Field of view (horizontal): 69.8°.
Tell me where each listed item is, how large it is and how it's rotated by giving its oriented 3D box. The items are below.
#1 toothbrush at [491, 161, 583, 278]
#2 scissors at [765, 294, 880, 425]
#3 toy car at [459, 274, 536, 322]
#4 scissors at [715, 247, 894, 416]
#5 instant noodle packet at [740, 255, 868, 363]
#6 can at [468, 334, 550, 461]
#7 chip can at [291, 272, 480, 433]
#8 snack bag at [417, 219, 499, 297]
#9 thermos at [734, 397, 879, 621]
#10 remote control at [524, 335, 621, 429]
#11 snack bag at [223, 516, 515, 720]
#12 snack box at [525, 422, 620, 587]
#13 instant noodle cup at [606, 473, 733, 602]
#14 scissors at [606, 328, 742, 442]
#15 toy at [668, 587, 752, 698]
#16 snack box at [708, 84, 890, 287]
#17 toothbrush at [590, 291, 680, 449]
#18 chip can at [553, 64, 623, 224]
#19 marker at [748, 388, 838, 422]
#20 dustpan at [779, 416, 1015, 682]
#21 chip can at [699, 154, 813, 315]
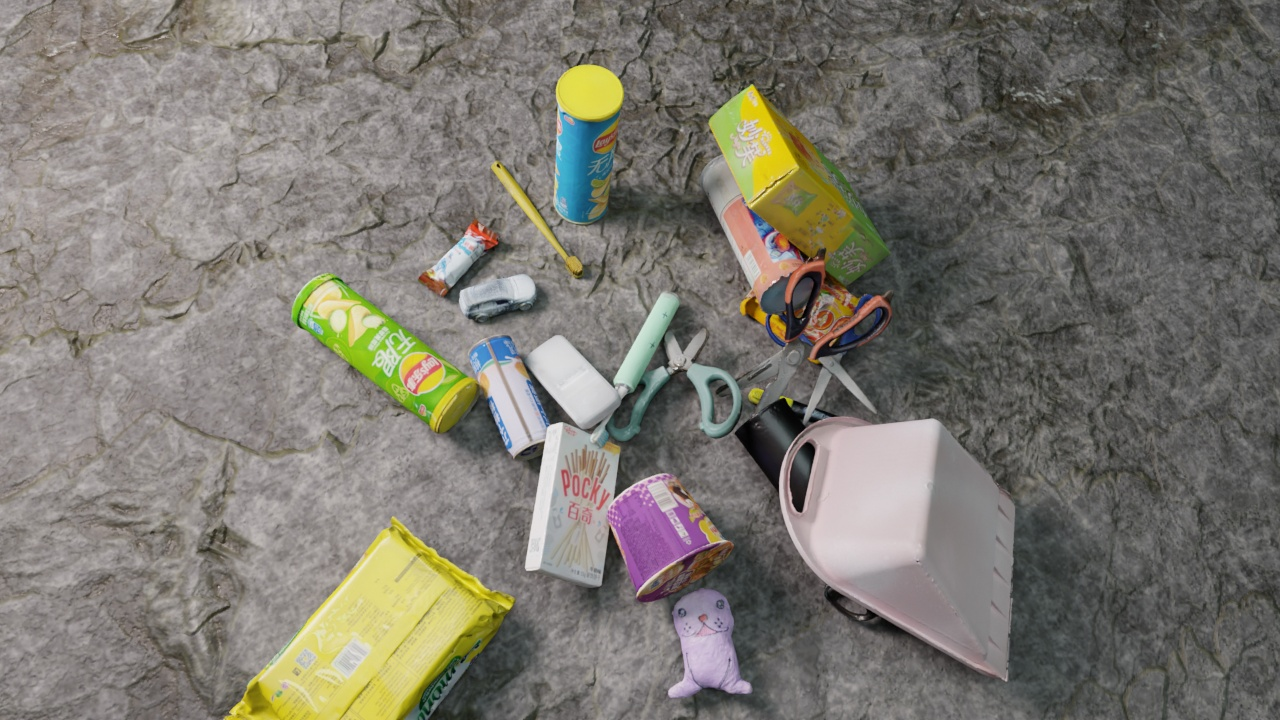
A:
[{"bbox_3d":[-0.127,-0.176,1.125,0.015,0.017,0.190,-32,73,-18],"label":"toothbrush"},{"bbox_3d":[0.214,-0.007,1.056,0.162,0.012,0.173,27,84,5],"label":"scissors"},{"bbox_3d":[-0.166,-0.076,1.070,0.090,0.034,0.043,-15,66,-14],"label":"toy car"},{"bbox_3d":[0.183,-0.022,1.019,0.189,0.227,0.015,1,24,-10],"label":"scissors"},{"bbox_3d":[0.197,-0.069,1.101,0.128,0.044,0.110,34,72,8],"label":"instant noodle packet"},{"bbox_3d":[-0.142,0.041,1.010,0.053,0.053,0.134,-21,70,-15],"label":"can"},{"bbox_3d":[-0.282,-0.010,1.007,0.221,0.073,0.072,36,68,10],"label":"chip can"},{"bbox_3d":[-0.215,-0.121,1.088,0.048,0.026,0.104,34,66,22],"label":"snack bag"},{"bbox_3d":[0.189,0.163,0.985,0.090,0.068,0.242,-35,77,3],"label":"thermos"},{"bbox_3d":[-0.076,0.022,1.013,0.055,0.020,0.136,-36,49,-12],"label":"remote control"},{"bbox_3d":[-0.258,0.284,0.884,0.158,0.068,0.246,35,69,9],"label":"snack bag"},{"bbox_3d":[-0.069,0.152,0.961,0.084,0.027,0.156,27,60,-37],"label":"snack box"},{"bbox_3d":[0.023,0.179,0.945,0.111,0.112,0.099,-25,62,-16],"label":"instant noodle cup"},{"bbox_3d":[0.050,0.037,1.015,0.181,0.019,0.170,24,65,37],"label":"scissors"},{"bbox_3d":[0.065,0.287,0.934,0.084,0.039,0.108,-7,68,0],"label":"toy"},{"bbox_3d":[0.183,-0.198,1.053,0.070,0.210,0.157,-38,47,24],"label":"snack box"},{"bbox_3d":[-0.006,0.006,1.034,0.027,0.027,0.223,50,50,-29],"label":"toothbrush"},{"bbox_3d":[-0.064,-0.240,1.054,0.071,0.211,0.071,2,66,-6],"label":"chip can"},{"bbox_3d":[0.185,0.057,1.059,0.124,0.015,0.018,18,70,0],"label":"marker"},{"bbox_3d":[0.274,0.175,0.963,0.273,0.139,0.221,49,45,-29],"label":"dustpan"},{"bbox_3d":[0.136,-0.152,1.084,0.071,0.071,0.214,-11,53,-11],"label":"chip can"}]
